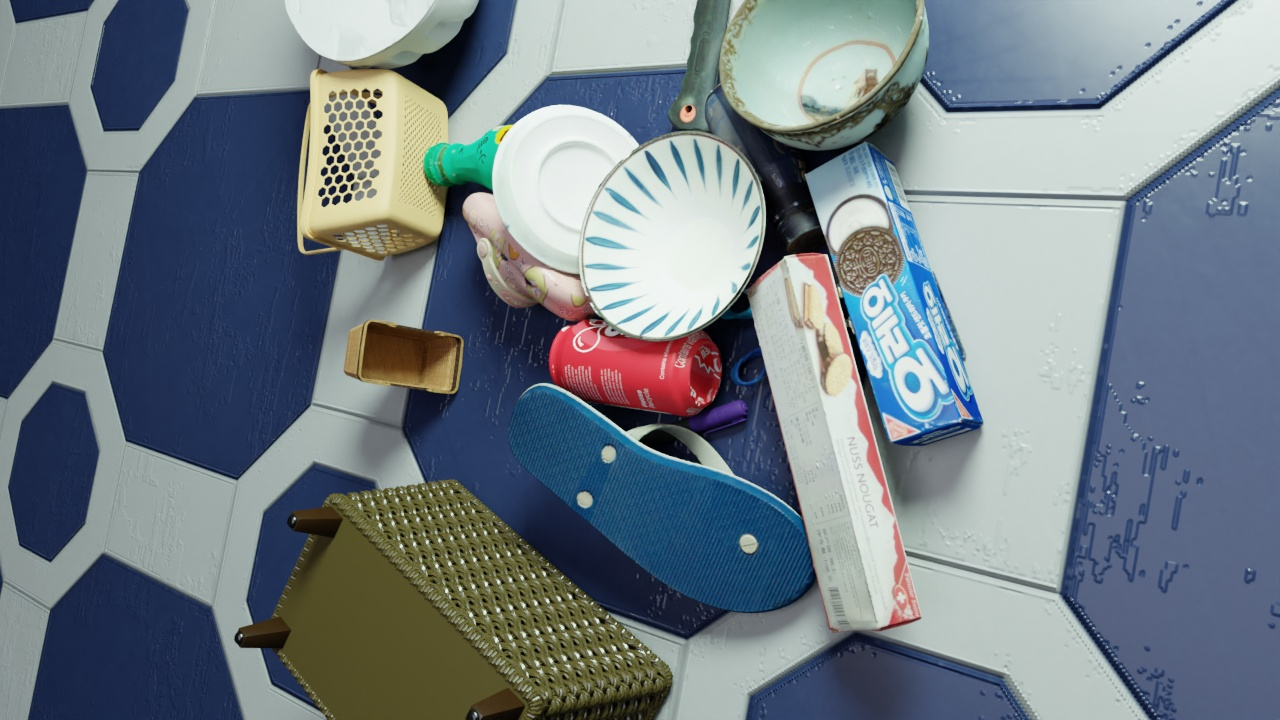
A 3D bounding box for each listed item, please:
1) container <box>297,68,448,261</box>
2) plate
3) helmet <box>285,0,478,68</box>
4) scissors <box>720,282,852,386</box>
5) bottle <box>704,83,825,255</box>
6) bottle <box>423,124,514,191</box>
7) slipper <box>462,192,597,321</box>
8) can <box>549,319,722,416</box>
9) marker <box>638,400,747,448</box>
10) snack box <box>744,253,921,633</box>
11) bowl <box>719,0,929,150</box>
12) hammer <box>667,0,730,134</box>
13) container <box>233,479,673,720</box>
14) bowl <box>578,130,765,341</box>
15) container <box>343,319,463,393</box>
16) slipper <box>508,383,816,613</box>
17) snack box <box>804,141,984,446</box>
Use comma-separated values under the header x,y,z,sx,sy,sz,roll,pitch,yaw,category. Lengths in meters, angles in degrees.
x,y,z,sx,sy,sz,roll,pitch,yaw,category
-0.305,-0.209,0.997,0.167,0.129,0.183,-4,81,26,container
-0.054,-0.154,0.819,0.014,0.156,0.157,160,112,-66,plate
-0.264,-0.431,0.964,0.225,0.183,0.281,-26,56,24,helmet
0.122,-0.020,0.758,0.134,0.015,0.104,1,80,29,scissors
0.106,-0.162,0.762,0.056,0.056,0.160,-35,65,24,bottle
-0.130,-0.200,0.916,0.210,0.068,0.068,5,85,34,bottle
-0.111,-0.089,0.878,0.197,0.093,0.082,43,117,31,slipper
-0.005,0.005,0.798,0.143,0.074,0.074,6,86,34,can
0.034,0.062,0.799,0.134,0.015,0.018,-21,84,29,marker
0.141,0.060,0.683,0.077,0.044,0.272,136,124,-66,snack box
0.152,-0.227,0.712,0.160,0.094,0.159,-12,66,28,bowl
0.075,-0.366,0.832,0.133,0.033,0.333,11,90,33,hammer
-0.175,0.256,0.793,0.321,0.204,0.176,33,101,33,container
0.039,-0.096,0.773,0.178,0.070,0.177,-8,76,32,bowl
-0.248,-0.003,0.945,0.061,0.113,0.063,1,82,46,container
0.015,0.113,0.774,0.295,0.060,0.118,29,106,20,slipper
0.189,-0.050,0.689,0.060,0.059,0.226,-24,71,32,snack box
